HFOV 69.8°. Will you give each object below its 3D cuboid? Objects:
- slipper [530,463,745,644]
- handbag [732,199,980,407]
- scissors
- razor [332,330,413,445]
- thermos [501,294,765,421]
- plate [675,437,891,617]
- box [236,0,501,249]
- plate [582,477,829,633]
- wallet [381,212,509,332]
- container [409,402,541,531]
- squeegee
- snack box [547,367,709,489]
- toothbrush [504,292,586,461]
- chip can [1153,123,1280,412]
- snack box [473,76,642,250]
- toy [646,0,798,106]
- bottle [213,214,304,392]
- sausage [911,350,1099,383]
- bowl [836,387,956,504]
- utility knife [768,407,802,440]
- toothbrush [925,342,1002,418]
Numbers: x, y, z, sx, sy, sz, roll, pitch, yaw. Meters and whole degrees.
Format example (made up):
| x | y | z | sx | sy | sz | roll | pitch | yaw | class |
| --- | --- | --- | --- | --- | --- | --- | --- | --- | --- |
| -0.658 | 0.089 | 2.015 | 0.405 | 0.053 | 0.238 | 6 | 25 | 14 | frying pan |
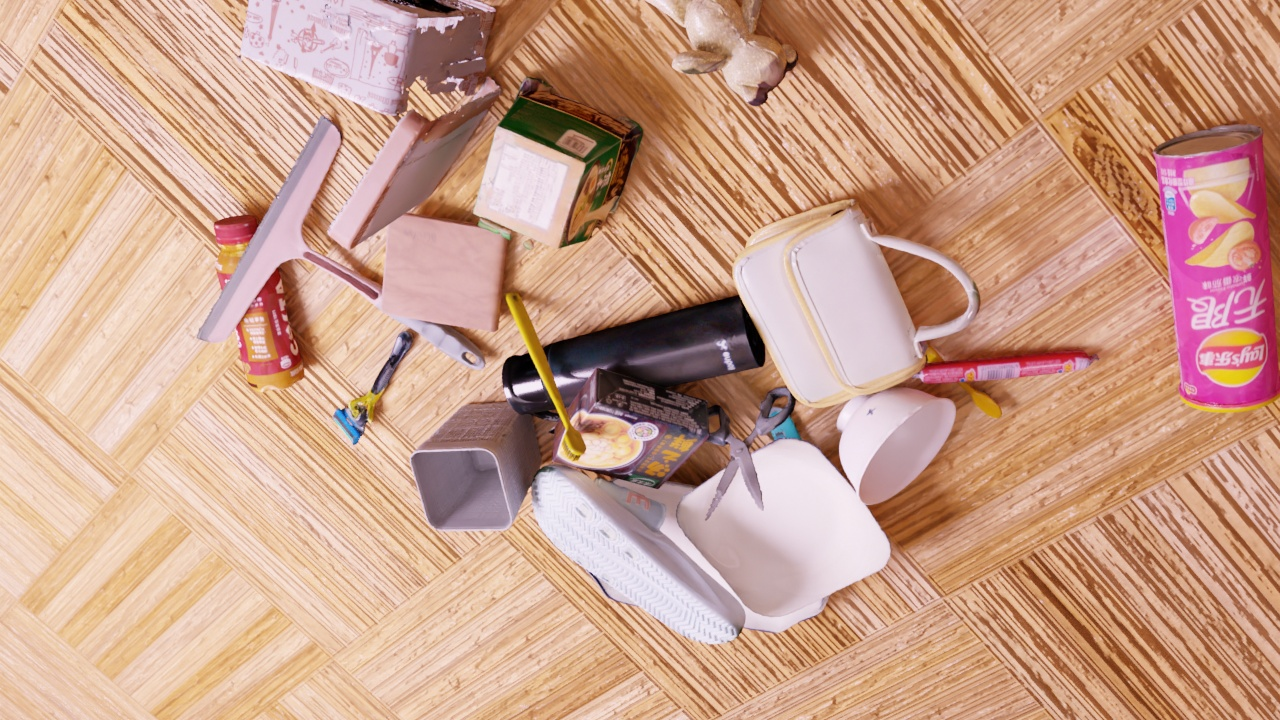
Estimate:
| x | y | z | sx | sy | sz | roll | pitch | yaw | class |
| --- | --- | --- | --- | --- | --- | --- | --- | --- | --- |
| 0.001 | 0.174 | 0.875 | 0.245 | 0.074 | 0.104 | 37 | 142 | 7 | slipper |
| 0.184 | -0.052 | 0.769 | 0.179 | 0.063 | 0.163 | -19 | 110 | 29 | handbag |
| 0.090 | 0.078 | 0.817 | 0.159 | 0.175 | 0.014 | -37 | 118 | -18 | scissors |
| -0.272 | 0.023 | 0.954 | 0.042 | 0.022 | 0.143 | 44 | 113 | 16 | razor |
| -0.005 | 0.005 | 0.860 | 0.243 | 0.068 | 0.090 | -14 | 134 | 21 | thermos |
| 0.134 | 0.155 | 0.866 | 0.165 | 0.034 | 0.163 | -34 | 102 | 25 | plate |
| -0.213 | -0.206 | 0.746 | 0.156 | 0.182 | 0.193 | 25 | 115 | 3 | box |
| 0.064 | 0.192 | 0.940 | 0.266 | 0.034 | 0.162 | 8 | 115 | 10 | plate |
| -0.185 | -0.084 | 0.866 | 0.115 | 0.020 | 0.101 | 8 | 109 | -3 | wallet |
| -0.156 | 0.099 | 0.907 | 0.090 | 0.114 | 0.090 | -3 | 114 | 15 | container |
| -0.259 | -0.062 | 0.900 | 0.249 | 0.040 | 0.248 | 33 | 99 | -10 | squeegee |
| -0.015 | 0.068 | 0.854 | 0.113 | 0.053 | 0.126 | 17 | 137 | -19 | snack box |
| -0.089 | 0.011 | 0.836 | 0.015 | 0.190 | 0.017 | -4 | 142 | -33 | toothbrush |
| 0.444 | -0.068 | 0.703 | 0.071 | 0.071 | 0.211 | -11 | 111 | 18 | chip can |
| -0.077 | -0.159 | 0.773 | 0.118 | 0.105 | 0.118 | 22 | 117 | 2 | snack box |
| 0.050 | -0.267 | 0.721 | 0.157 | 0.066 | 0.105 | 41 | 75 | -2 | toy |
| -0.387 | -0.057 | 0.924 | 0.057 | 0.057 | 0.175 | 1 | 114 | 14 | bottle |
| 0.313 | 0.006 | 0.790 | 0.156 | 0.020 | 0.020 | -5 | 113 | 6 | sausage |
| 0.215 | 0.064 | 0.818 | 0.065 | 0.118 | 0.118 | 44 | 125 | 36 | bowl |
| 0.157 | 0.110 | 0.891 | 0.029 | 0.013 | 0.157 | -20 | 108 | 20 | utility knife |
| 0.248 | -0.014 | 0.811 | 0.191 | 0.018 | 0.016 | 41 | 115 | -4 | toothbrush |
